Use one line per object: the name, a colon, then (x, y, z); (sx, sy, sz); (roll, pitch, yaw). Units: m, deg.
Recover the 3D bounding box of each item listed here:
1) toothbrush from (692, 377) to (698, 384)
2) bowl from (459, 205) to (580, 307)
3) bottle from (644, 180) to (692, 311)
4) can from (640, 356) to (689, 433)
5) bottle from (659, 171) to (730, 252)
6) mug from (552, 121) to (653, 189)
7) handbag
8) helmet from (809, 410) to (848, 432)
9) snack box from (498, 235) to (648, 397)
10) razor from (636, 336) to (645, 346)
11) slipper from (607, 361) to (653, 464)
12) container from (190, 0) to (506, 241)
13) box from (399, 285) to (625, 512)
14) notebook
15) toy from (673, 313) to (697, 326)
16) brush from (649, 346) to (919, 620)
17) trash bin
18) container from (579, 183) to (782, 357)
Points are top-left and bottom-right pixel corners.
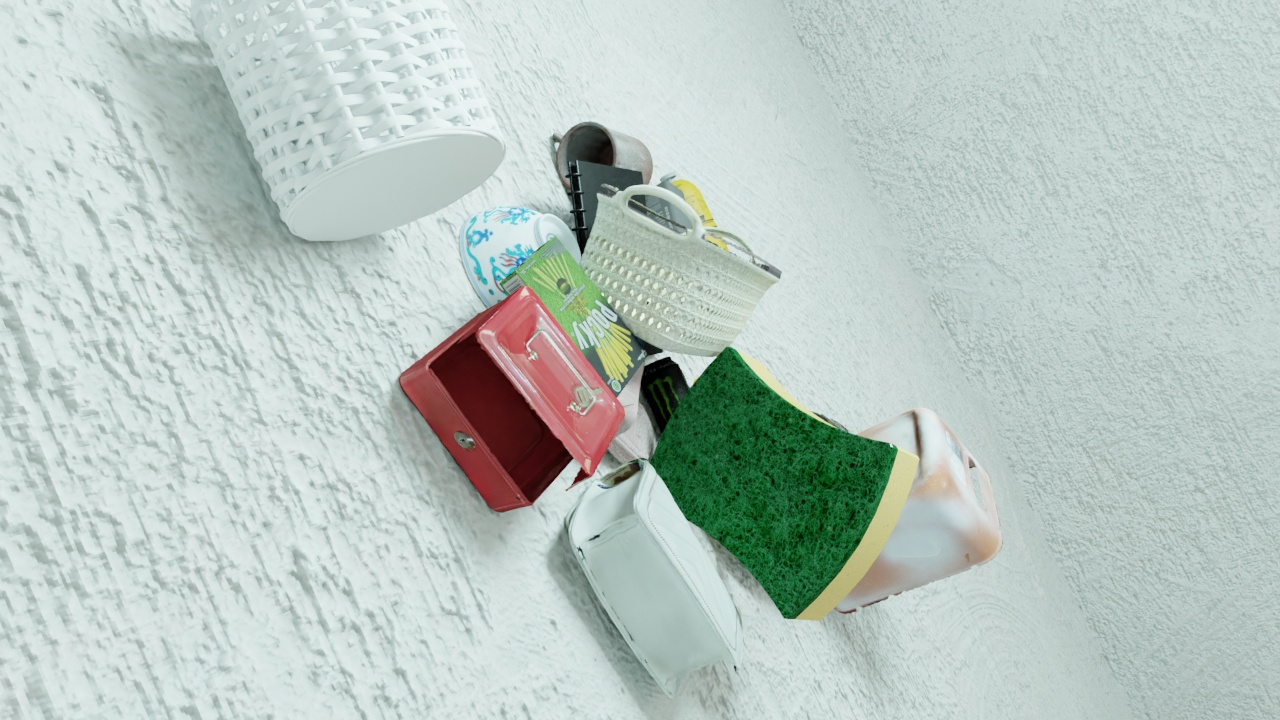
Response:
toothbrush: (0.130, 0.075, 1.269); (0.196, 0.031, 0.031); (40, 56, -41)
bowl: (-0.111, -0.108, 0.962); (0.144, 0.074, 0.143); (40, 35, -37)
bottle: (0.032, -0.146, 1.235); (0.046, 0.084, 0.173); (21, 50, -52)
can: (0.045, 0.066, 1.100); (0.053, 0.054, 0.137); (-11, 76, -62)
bottle: (0.076, -0.204, 1.375); (0.164, 0.071, 0.070); (64, 27, 2)
mug: (-0.057, -0.264, 1.197); (0.123, 0.096, 0.110); (38, 14, 22)
handbag: (0.016, 0.206, 0.890); (0.198, 0.096, 0.141); (58, 13, -8)
helmet: (0.184, 0.157, 1.101); (0.224, 0.192, 0.236); (61, -2, -33)
snack box: (-0.060, -0.038, 0.866); (0.147, 0.025, 0.080); (52, 37, -12)
razor: (-0.006, 0.006, 1.080); (0.042, 0.022, 0.143); (37, 53, -40)
slipper: (-0.027, 0.031, 0.947); (0.239, 0.064, 0.094); (56, 32, -44)
container: (-0.228, -0.219, 0.734); (0.189, 0.190, 0.186); (-18, 83, -62)
box: (-0.109, 0.035, 0.801); (0.157, 0.118, 0.135); (54, 31, -10)
notebook: (-0.028, -0.116, 1.096); (0.168, 0.019, 0.231); (-12, 97, -62)
toy: (0.066, -0.073, 1.265); (0.096, 0.053, 0.099); (57, 22, 15)
brush: (0.137, 0.124, 0.956); (0.250, 0.195, 0.075); (34, 7, 38)
trash bin: (0.327, 0.201, 1.254); (0.157, 0.260, 0.181); (46, 32, -22)
container: (0.039, -0.093, 0.988); (0.185, 0.143, 0.251); (27, 8, 19)
